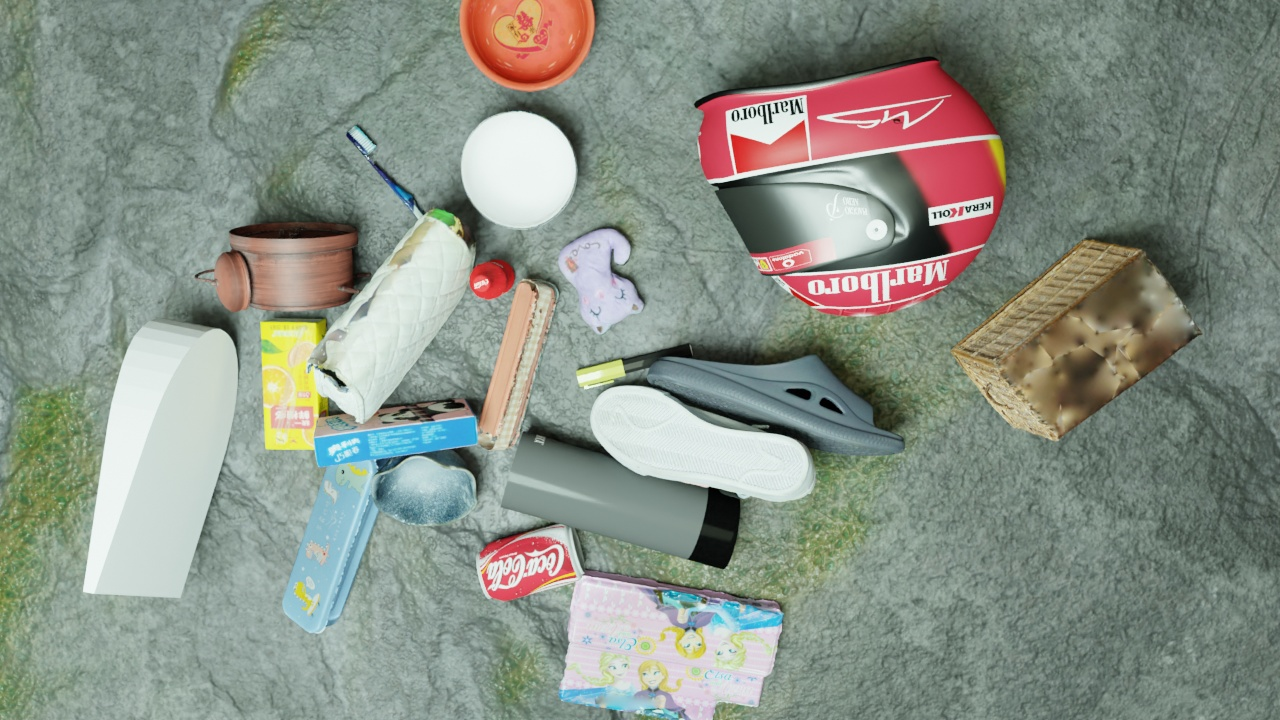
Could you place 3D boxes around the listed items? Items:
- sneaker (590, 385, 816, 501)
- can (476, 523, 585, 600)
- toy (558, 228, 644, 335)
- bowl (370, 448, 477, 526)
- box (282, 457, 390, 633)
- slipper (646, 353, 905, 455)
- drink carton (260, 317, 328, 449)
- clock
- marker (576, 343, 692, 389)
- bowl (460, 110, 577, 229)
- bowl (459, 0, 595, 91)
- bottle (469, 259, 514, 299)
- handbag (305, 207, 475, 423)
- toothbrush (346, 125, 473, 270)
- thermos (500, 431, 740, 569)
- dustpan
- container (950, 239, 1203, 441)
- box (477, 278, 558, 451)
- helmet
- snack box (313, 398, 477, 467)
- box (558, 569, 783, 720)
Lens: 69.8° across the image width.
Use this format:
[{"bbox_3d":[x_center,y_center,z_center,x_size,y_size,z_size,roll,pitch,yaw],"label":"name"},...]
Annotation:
[{"bbox_3d":[0.064,0.093,0.938,0.242,0.090,0.089,15,78,24],"label":"sneaker"},{"bbox_3d":[-0.116,0.215,0.975,0.105,0.064,0.064,-16,99,1],"label":"can"},{"bbox_3d":[-0.037,-0.084,0.945,0.080,0.036,0.099,-29,97,4],"label":"toy"},{"bbox_3d":[-0.222,0.121,0.955,0.110,0.055,0.111,-3,133,-3],"label":"bowl"},{"bbox_3d":[-0.327,0.188,0.971,0.068,0.059,0.210,21,97,-2],"label":"box"},{"bbox_3d":[0.143,0.031,0.944,0.268,0.111,0.083,18,78,1],"label":"slipper"},{"bbox_3d":[-0.357,0.025,0.951,0.058,0.043,0.134,1,99,-3],"label":"drink carton"},{"bbox_3d":[-0.351,-0.092,0.897,0.157,0.120,0.072,-2,106,-9],"label":"clock"},{"bbox_3d":[-0.006,0.006,0.969,0.124,0.017,0.021,-14,99,0],"label":"marker"},{"bbox_3d":[-0.119,-0.188,0.913,0.113,0.063,0.113,0,99,-2],"label":"bowl"},{"bbox_3d":[-0.109,-0.329,0.901,0.130,0.045,0.130,0,99,-1],"label":"bowl"},{"bbox_3d":[-0.148,-0.079,0.901,0.036,0.119,0.036,0,98,-1],"label":"bottle"},{"bbox_3d":[-0.236,-0.043,0.870,0.072,0.139,0.194,32,65,-3],"label":"handbag"},{"bbox_3d":[-0.233,-0.163,0.939,0.017,0.016,0.189,-41,97,-5],"label":"toothbrush"},{"bbox_3d":[-0.018,0.146,0.958,0.240,0.082,0.082,16,98,-4],"label":"thermos"},{"bbox_3d":[-0.460,0.089,0.875,0.053,0.192,0.257,12,74,-3],"label":"dustpan"},{"bbox_3d":[0.437,-0.020,0.928,0.198,0.112,0.114,-40,98,6],"label":"container"},{"bbox_3d":[-0.128,0.005,0.963,0.056,0.063,0.188,25,102,31],"label":"box"},{"bbox_3d":[0.199,-0.153,0.861,0.271,0.197,0.225,-8,99,8],"label":"helmet"},{"bbox_3d":[-0.245,0.071,0.920,0.154,0.088,0.033,-7,100,-15],"label":"snack box"},{"bbox_3d":[0.030,0.326,1.012,0.230,0.035,0.159,10,98,-2],"label":"box"}]
